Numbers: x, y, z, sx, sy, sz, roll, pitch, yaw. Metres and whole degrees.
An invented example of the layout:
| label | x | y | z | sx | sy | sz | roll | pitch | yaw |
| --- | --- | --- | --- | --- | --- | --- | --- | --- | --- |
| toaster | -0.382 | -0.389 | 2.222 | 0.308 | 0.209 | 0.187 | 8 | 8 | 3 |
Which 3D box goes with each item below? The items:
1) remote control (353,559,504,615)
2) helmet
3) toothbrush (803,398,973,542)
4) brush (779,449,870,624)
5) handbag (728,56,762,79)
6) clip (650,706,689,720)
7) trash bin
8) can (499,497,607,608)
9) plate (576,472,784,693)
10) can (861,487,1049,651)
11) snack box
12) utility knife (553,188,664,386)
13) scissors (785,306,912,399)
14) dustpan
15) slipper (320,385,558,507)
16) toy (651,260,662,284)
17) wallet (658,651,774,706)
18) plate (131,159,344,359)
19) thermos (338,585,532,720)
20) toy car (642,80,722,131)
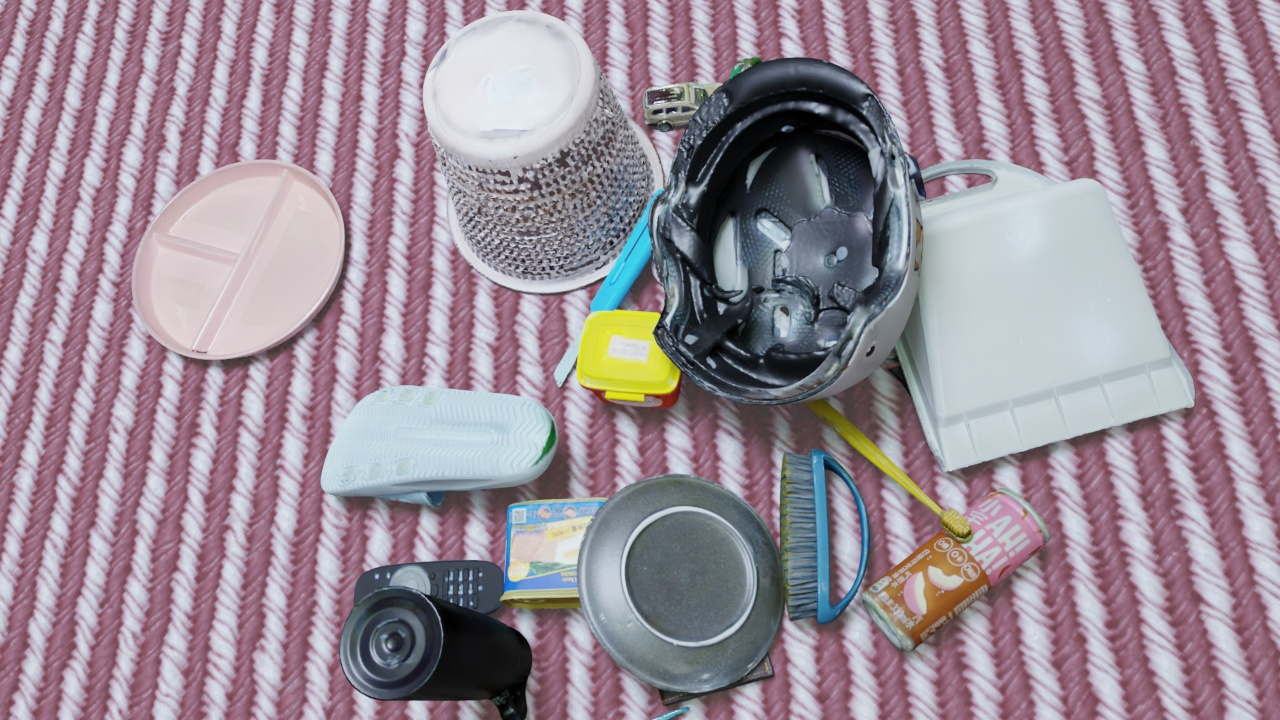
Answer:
| label | x | y | z | sx | sy | sz | roll | pitch | yaw |
| --- | --- | --- | --- | --- | --- | --- | --- | --- | --- |
| remote control | -0.182 | 0.202 | 0.800 | 0.136 | 0.024 | 0.053 | -5 | 70 | 8 |
| helmet | 0.135 | -0.091 | 0.762 | 0.231 | 0.156 | 0.273 | -7 | 75 | 34 |
| toothbrush | 0.201 | 0.082 | 0.762 | 0.015 | 0.016 | 0.190 | -38 | 51 | -8 |
| brush | 0.151 | 0.143 | 0.756 | 0.073 | 0.055 | 0.143 | -2 | 69 | 8 |
| handbag | 0.147 | -0.229 | 0.864 | 0.131 | 0.120 | 0.068 | 29 | 81 | 15 |
| clip | 0.015 | 0.298 | 0.741 | 0.055 | 0.013 | 0.038 | -10 | 68 | 3 |
| trash bin | -0.100 | -0.202 | 0.853 | 0.227 | 0.192 | 0.227 | -3 | 69 | 7 |
| can | -0.065 | 0.164 | 0.781 | 0.102 | 0.057 | 0.083 | -3 | 66 | 7 |
| plate | 0.038 | 0.175 | 0.745 | 0.179 | 0.024 | 0.179 | 6 | 64 | -12 |
| can | 0.250 | 0.166 | 0.731 | 0.147 | 0.058 | 0.058 | -36 | 69 | -6 |
| snack box | -0.005 | 0.005 | 0.818 | 0.091 | 0.080 | 0.082 | 5 | 69 | 10 |
| utility knife | -0.023 | -0.069 | 0.865 | 0.034 | 0.018 | 0.216 | 31 | 90 | 39 |
| scissors | 0.229 | 0.003 | 0.818 | 0.202 | 0.015 | 0.204 | -18 | 67 | 1 |
| dustpan | 0.321 | -0.062 | 0.821 | 0.223 | 0.142 | 0.258 | -15 | 93 | 1 |
| slipper | -0.177 | 0.079 | 0.818 | 0.246 | 0.074 | 0.103 | -4 | 59 | 25 |
| toy | 0.080 | -0.132 | 0.875 | 0.121 | 0.054 | 0.159 | 24 | 83 | 18 |
| wallet | 0.048 | 0.214 | 0.765 | 0.096 | 0.020 | 0.122 | -15 | 67 | -3 |
| plate | -0.412 | -0.104 | 0.949 | 0.229 | 0.028 | 0.229 | -3 | 68 | 7 |
| thermos | -0.129 | 0.222 | 0.667 | 0.068 | 0.243 | 0.090 | -36 | 68 | -5 |
| toy car | 0.048 | -0.263 | 0.937 | 0.090 | 0.035 | 0.042 | -4 | 70 | 5 |
